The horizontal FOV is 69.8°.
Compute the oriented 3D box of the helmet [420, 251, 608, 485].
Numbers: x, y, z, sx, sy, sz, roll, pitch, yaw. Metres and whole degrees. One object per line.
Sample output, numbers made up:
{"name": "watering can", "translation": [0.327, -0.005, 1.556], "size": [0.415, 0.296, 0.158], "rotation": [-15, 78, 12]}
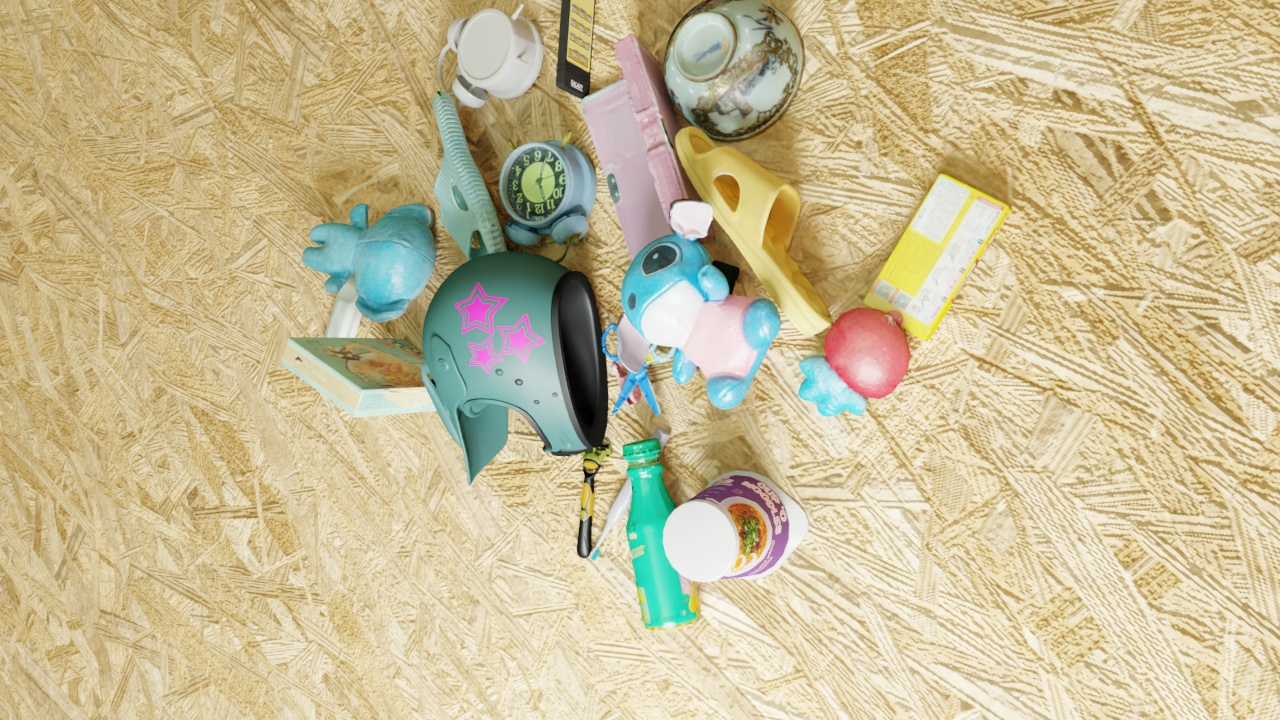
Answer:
{"name": "helmet", "translation": [-0.156, 0.009, 1.081], "size": [0.200, 0.176, 0.275], "rotation": [-3, 111, 18]}

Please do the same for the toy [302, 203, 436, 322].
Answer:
{"name": "toy", "translation": [-0.361, -0.135, 1.237], "size": [0.181, 0.115, 0.183], "rotation": [7, 70, 11]}

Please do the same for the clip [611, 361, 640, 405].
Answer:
{"name": "clip", "translation": [-0.020, 0.024, 1.095], "size": [0.045, 0.023, 0.060], "rotation": [6, 90, 33]}

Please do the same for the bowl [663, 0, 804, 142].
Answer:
{"name": "bowl", "translation": [0.088, -0.328, 0.999], "size": [0.160, 0.093, 0.160], "rotation": [0, 90, 28]}

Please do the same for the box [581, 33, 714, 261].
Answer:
{"name": "box", "translation": [-0.008, -0.232, 1.051], "size": [0.116, 0.106, 0.232], "rotation": [-20, 81, 17]}

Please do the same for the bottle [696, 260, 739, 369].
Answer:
{"name": "bottle", "translation": [0.079, -0.050, 1.035], "size": [0.033, 0.033, 0.123], "rotation": [22, 100, 27]}

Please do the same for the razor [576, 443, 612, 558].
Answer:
{"name": "razor", "translation": [-0.063, 0.171, 1.118], "size": [0.044, 0.021, 0.144], "rotation": [7, 95, 28]}

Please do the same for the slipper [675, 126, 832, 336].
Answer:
{"name": "slipper", "translation": [0.135, -0.151, 0.971], "size": [0.079, 0.099, 0.263], "rotation": [-35, 78, 22]}

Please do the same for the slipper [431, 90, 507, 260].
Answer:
{"name": "slipper", "translation": [-0.229, -0.216, 1.163], "size": [0.069, 0.116, 0.276], "rotation": [-18, 73, -10]}

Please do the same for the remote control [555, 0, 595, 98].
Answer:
{"name": "remote control", "translation": [-0.078, -0.391, 1.110], "size": [0.013, 0.058, 0.133], "rotation": [5, 92, 28]}

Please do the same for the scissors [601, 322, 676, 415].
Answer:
{"name": "scissors", "translation": [0.003, 0.005, 1.074], "size": [0.123, 0.016, 0.125], "rotation": [-27, 75, 12]}

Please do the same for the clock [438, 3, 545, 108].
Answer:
{"name": "clock", "translation": [-0.196, -0.389, 1.179], "size": [0.159, 0.061, 0.120], "rotation": [-8, 86, 33]}

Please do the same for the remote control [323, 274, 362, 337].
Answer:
{"name": "remote control", "translation": [-0.422, -0.073, 1.314], "size": [0.050, 0.022, 0.133], "rotation": [26, 102, 27]}

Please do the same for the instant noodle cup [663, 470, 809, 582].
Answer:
{"name": "instant noodle cup", "translation": [0.094, 0.182, 0.973], "size": [0.137, 0.121, 0.122], "rotation": [-8, 85, 28]}

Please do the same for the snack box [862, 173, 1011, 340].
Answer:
{"name": "snack box", "translation": [0.296, -0.103, 0.922], "size": [0.075, 0.025, 0.152], "rotation": [35, 105, 24]}

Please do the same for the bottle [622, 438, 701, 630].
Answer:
{"name": "bottle", "translation": [0.018, 0.195, 1.039], "size": [0.068, 0.068, 0.209], "rotation": [-12, 87, 28]}

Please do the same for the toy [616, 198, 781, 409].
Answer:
{"name": "toy", "translation": [0.061, -0.059, 0.967], "size": [0.191, 0.098, 0.225], "rotation": [39, 127, 21]}

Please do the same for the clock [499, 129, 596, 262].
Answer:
{"name": "clock", "translation": [-0.115, -0.196, 1.128], "size": [0.118, 0.060, 0.162], "rotation": [-5, 91, 27]}

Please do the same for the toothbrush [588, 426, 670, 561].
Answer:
{"name": "toothbrush", "translation": [-0.017, 0.162, 1.092], "size": [0.019, 0.018, 0.188], "rotation": [35, 105, 23]}

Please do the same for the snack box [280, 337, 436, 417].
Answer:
{"name": "snack box", "translation": [-0.332, 0.019, 1.166], "size": [0.141, 0.193, 0.044], "rotation": [30, 105, 26]}

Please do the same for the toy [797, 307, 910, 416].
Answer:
{"name": "toy", "translation": [0.220, 0.006, 0.945], "size": [0.092, 0.062, 0.133], "rotation": [48, 126, 12]}
